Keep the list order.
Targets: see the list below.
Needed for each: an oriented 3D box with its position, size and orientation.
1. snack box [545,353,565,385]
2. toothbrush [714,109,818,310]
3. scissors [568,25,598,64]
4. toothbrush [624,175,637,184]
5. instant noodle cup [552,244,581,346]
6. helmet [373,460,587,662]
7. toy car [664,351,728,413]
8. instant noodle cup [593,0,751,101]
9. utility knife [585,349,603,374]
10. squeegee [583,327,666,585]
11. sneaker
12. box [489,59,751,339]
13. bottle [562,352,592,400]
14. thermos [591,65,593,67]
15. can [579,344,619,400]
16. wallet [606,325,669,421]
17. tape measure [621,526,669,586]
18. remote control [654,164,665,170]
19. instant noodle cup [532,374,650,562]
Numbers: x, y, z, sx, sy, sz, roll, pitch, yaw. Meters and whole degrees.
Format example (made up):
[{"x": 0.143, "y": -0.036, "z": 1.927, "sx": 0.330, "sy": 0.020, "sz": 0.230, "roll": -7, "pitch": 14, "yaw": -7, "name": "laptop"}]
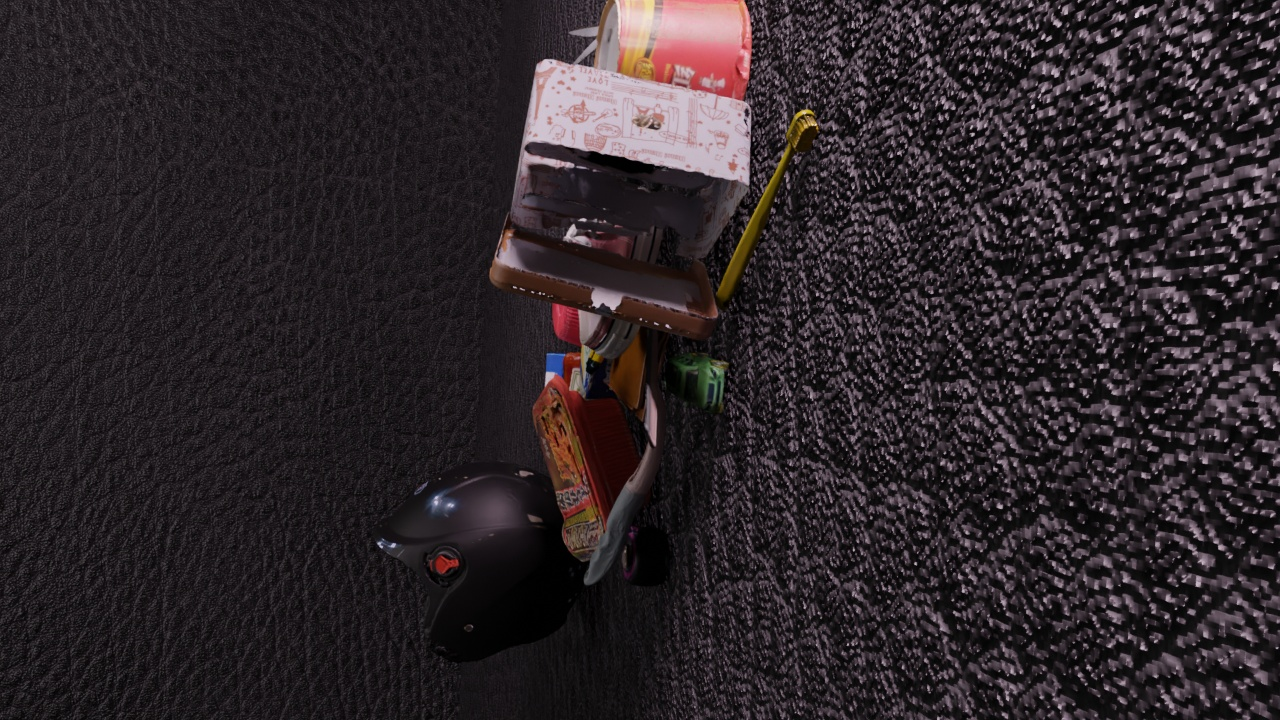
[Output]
[{"x": -0.098, "y": 0.037, "z": 1.219, "sx": 0.157, "sy": 0.026, "sz": 0.084, "roll": 17, "pitch": -104, "yaw": -83, "name": "snack box"}, {"x": 0.089, "y": -0.102, "z": 0.675, "sx": 0.191, "sy": 0.015, "sz": 0.016, "roll": 111, "pitch": 151, "yaw": -48, "name": "toothbrush"}, {"x": -0.032, "y": -0.394, "z": 1.088, "sx": 0.160, "sy": 0.014, "sz": 0.175, "roll": -58, "pitch": 47, "yaw": 28, "name": "scissors"}, {"x": -0.018, "y": -0.268, "z": 1.116, "sx": 0.014, "sy": 0.016, "sz": 0.188, "roll": 120, "pitch": 152, "yaw": -48, "name": "toothbrush"}, {"x": -0.072, "y": -0.093, "z": 1.181, "sx": 0.194, "sy": 0.065, "sz": 0.194, "roll": -176, "pitch": 91, "yaw": -75, "name": "instant noodle cup"}, {"x": -0.195, "y": 0.240, "z": 1.188, "sx": 0.230, "sy": 0.274, "sz": 0.233, "roll": -57, "pitch": 5, "yaw": 3, "name": "helmet"}, {"x": 0.047, "y": 0.017, "z": 0.770, "sx": 0.091, "sy": 0.036, "sz": 0.043, "roll": -156, "pitch": 72, "yaw": -70, "name": "toy car"}, {"x": 0.020, "y": -0.251, "z": 0.790, "sx": 0.138, "sy": 0.108, "sz": 0.138, "roll": -177, "pitch": 91, "yaw": -76, "name": "instant noodle cup"}, {"x": -0.024, "y": -0.061, "z": 1.000, "sx": 0.164, "sy": 0.015, "sz": 0.033, "roll": -66, "pitch": 18, "yaw": -1, "name": "utility knife"}, {"x": -0.008, "y": 0.106, "z": 0.821, "sx": 0.247, "sy": 0.040, "sz": 0.250, "roll": -88, "pitch": 13, "yaw": -64, "name": "squeegee"}, {"x": -0.039, "y": -0.108, "z": 0.935, "sx": 0.119, "sy": 0.088, "sz": 0.240, "roll": -45, "pitch": 27, "yaw": 41, "name": "sneaker"}, {"x": -0.021, "y": -0.105, "z": 0.727, "sx": 0.154, "sy": 0.182, "sz": 0.180, "roll": 118, "pitch": 159, "yaw": -63, "name": "box"}, {"x": -0.067, "y": 0.093, "z": 1.132, "sx": 0.060, "sy": 0.059, "sz": 0.206, "roll": -172, "pitch": 81, "yaw": -75, "name": "bottle"}, {"x": -0.032, "y": -0.299, "z": 1.068, "sx": 0.224, "sy": 0.073, "sz": 0.073, "roll": -121, "pitch": 38, "yaw": -63, "name": "thermos"}, {"x": -0.036, "y": -0.026, "z": 1.060, "sx": 0.074, "sy": 0.049, "sz": 0.148, "roll": -131, "pitch": 47, "yaw": -69, "name": "can"}, {"x": -0.006, "y": 0.006, "z": 0.965, "sx": 0.130, "sy": 0.035, "sz": 0.119, "roll": -138, "pitch": 54, "yaw": -72, "name": "wallet"}, {"x": 0.003, "y": 0.188, "z": 0.881, "sx": 0.058, "sy": 0.039, "sz": 0.057, "roll": 120, "pitch": 150, "yaw": -59, "name": "tape measure"}, {"x": 0.021, "y": -0.243, "z": 0.895, "sx": 0.056, "sy": 0.020, "sz": 0.136, "roll": 27, "pitch": 123, "yaw": 48, "name": "remote control"}, {"x": -0.054, "y": 0.112, "z": 0.976, "sx": 0.165, "sy": 0.079, "sz": 0.188, "roll": 135, "pitch": 117, "yaw": -67, "name": "instant noodle cup"}]
